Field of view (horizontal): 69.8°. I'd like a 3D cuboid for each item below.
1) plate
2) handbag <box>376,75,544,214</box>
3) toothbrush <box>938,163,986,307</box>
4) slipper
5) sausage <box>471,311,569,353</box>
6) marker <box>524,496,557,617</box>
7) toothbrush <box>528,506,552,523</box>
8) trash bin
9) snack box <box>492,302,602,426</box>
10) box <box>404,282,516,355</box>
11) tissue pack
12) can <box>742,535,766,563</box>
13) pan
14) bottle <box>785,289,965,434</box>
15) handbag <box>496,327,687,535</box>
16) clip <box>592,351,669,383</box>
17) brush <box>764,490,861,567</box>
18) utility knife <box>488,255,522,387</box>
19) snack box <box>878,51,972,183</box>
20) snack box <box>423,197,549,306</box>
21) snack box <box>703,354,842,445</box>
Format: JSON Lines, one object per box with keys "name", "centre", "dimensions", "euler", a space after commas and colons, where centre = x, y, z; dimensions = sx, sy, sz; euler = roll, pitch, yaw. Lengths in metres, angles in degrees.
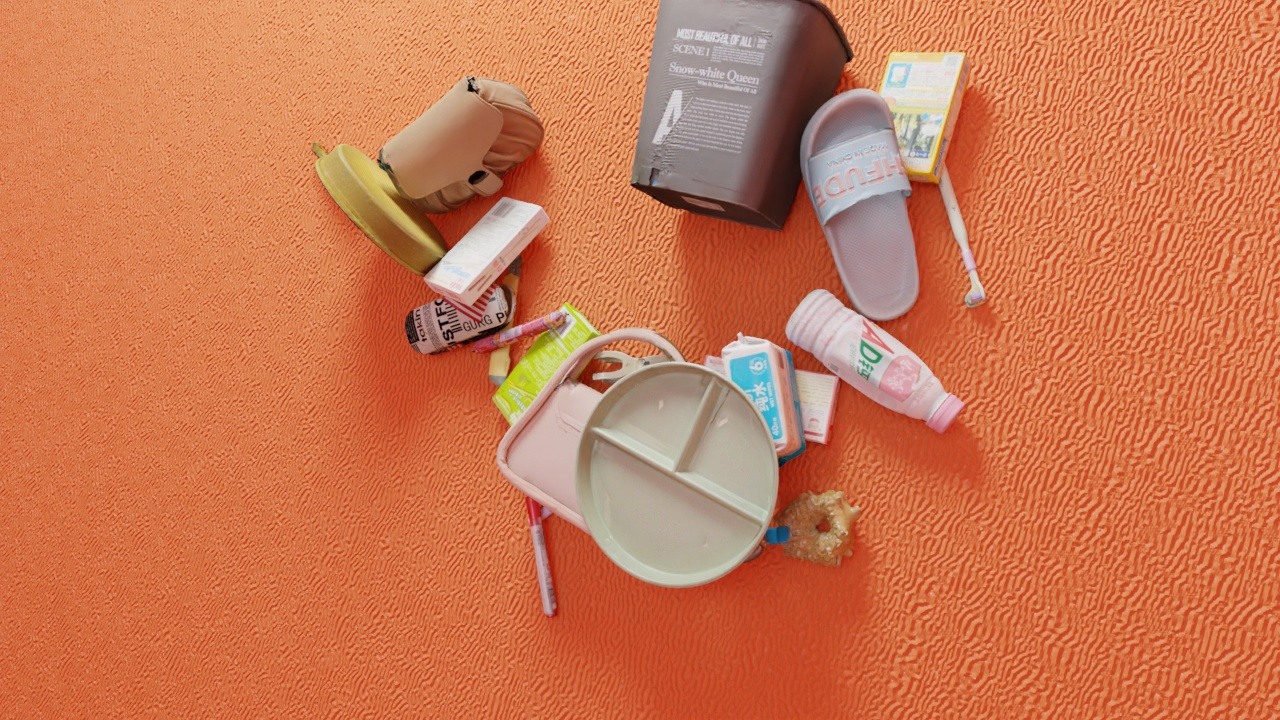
{"name": "plate", "centre": [0.035, 0.116, 0.942], "dimensions": [0.231, 0.027, 0.230], "euler": [-3, 84, 28]}
{"name": "handbag", "centre": [-0.226, -0.268, 1.171], "dimensions": [0.205, 0.147, 0.099], "euler": [-34, 68, 18]}
{"name": "toothbrush", "centre": [0.338, -0.149, 0.985], "dimensions": [0.020, 0.029, 0.189], "euler": [-4, 74, -21]}
{"name": "slipper", "centre": [0.236, -0.158, 0.962], "dimensions": [0.104, 0.074, 0.245], "euler": [-15, 98, 8]}
{"name": "sausage", "centre": [-0.151, -0.033, 1.142], "dimensions": [0.156, 0.020, 0.020], "euler": [-18, 74, 29]}
{"name": "marker", "centre": [-0.119, 0.234, 1.098], "dimensions": [0.017, 0.017, 0.145], "euler": [-12, 84, 20]}
{"name": "toothbrush", "centre": [-0.062, 0.145, 1.099], "dimensions": [0.189, 0.029, 0.021], "euler": [-37, 27, 15]}
{"name": "trash bin", "centre": [0.102, -0.275, 1.018], "dimensions": [0.199, 0.198, 0.220], "euler": [17, 93, 24]}
{"name": "snack box", "centre": [-0.114, 0.012, 1.123], "dimensions": [0.156, 0.026, 0.086], "euler": [-52, 40, 6]}
{"name": "box", "centre": [-0.227, -0.051, 1.191], "dimensions": [0.164, 0.076, 0.075], "euler": [-20, 84, 24]}
{"name": "tissue pack", "centre": [0.129, 0.043, 0.968], "dimensions": [0.063, 0.090, 0.140], "euler": [-12, 78, 22]}
{"name": "can", "centre": [0.091, 0.142, 0.987], "dimensions": [0.058, 0.058, 0.147], "euler": [-26, 50, 16]}
{"name": "pan", "centre": [-0.374, -0.228, 1.229], "dimensions": [0.078, 0.197, 0.357], "euler": [-41, 47, 6]}
{"name": "bottle", "centre": [0.248, 0.004, 0.971], "dimensions": [0.197, 0.068, 0.068], "euler": [39, 96, 20]}
{"name": "handbag", "centre": [-0.033, 0.073, 1.041], "dimensions": [0.193, 0.093, 0.234], "euler": [28, 94, 13]}
{"name": "clip", "centre": [-0.004, 0.009, 1.099], "dimensions": [0.104, 0.076, 0.034], "euler": [-2, 78, 12]}
{"name": "brush", "centre": [0.117, 0.193, 1.005], "dimensions": [0.255, 0.045, 0.083], "euler": [-12, 77, 25]}
{"name": "utility knife", "centre": [-0.174, -0.052, 1.182], "dimensions": [0.031, 0.019, 0.176], "euler": [2, 82, 20]}
{"name": "snack box", "centre": [0.300, -0.267, 1.005], "dimensions": [0.087, 0.033, 0.140], "euler": [14, 84, 37]}
{"name": "snack box", "centre": [-0.193, -0.140, 1.157], "dimensions": [0.085, 0.027, 0.156], "euler": [23, 66, 43]}
{"name": "snack box", "centre": [0.141, 0.043, 1.028], "dimensions": [0.156, 0.027, 0.077], "euler": [10, 84, 24]}
